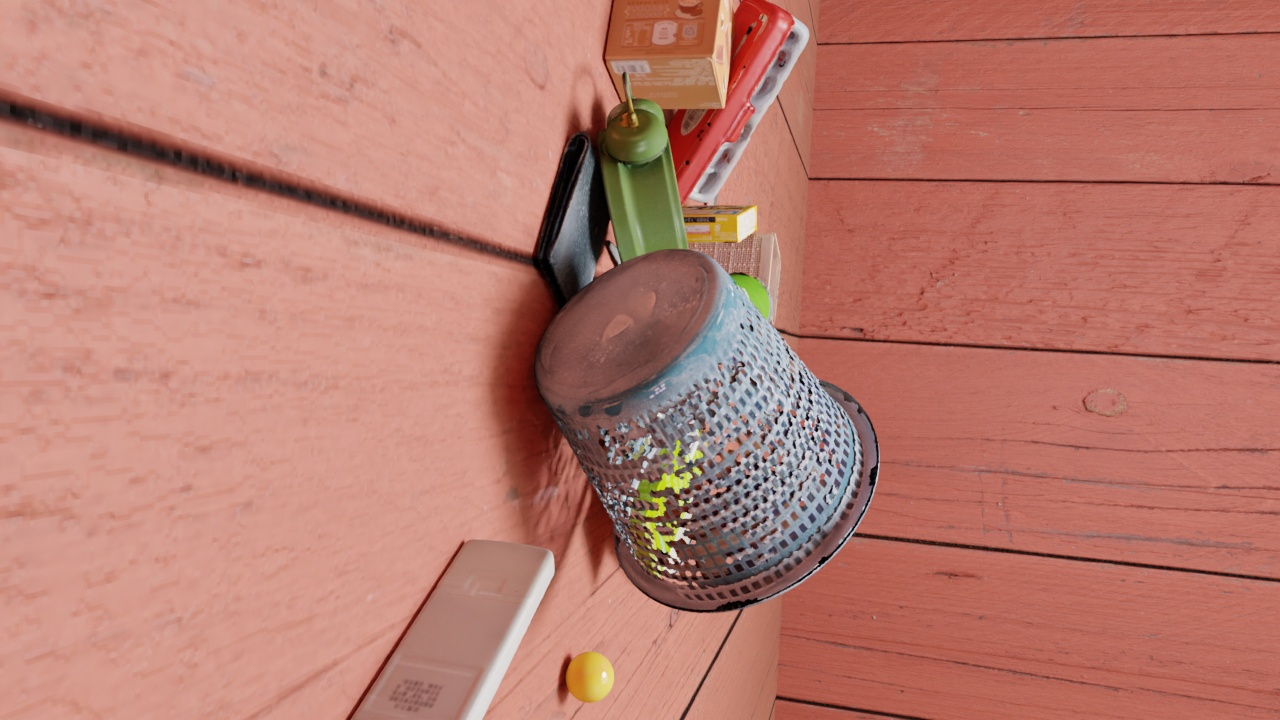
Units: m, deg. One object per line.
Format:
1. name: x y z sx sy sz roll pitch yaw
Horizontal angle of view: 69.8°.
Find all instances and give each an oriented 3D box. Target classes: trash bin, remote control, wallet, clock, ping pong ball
1. trash bin: 0.034 0.035 0.670 0.195 0.227 0.225 55 36 -34
2. remote control: -0.095 0.151 0.492 0.149 0.058 0.021 -61 152 -57
3. wallet: -0.048 -0.096 0.698 0.097 0.019 0.120 71 28 -58
4. clock: 0.000 -0.148 0.736 0.116 0.056 0.161 -94 173 -66
5. ping pong ball: -0.042 0.262 0.760 0.040 0.040 0.040 4 89 -75

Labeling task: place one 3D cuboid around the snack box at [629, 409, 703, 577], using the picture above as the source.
1. snack box: 0.022 0.120 0.848 0.156 0.026 0.086 -63 150 -45

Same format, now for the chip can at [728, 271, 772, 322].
1. chip can: 0.050 -0.045 0.865 0.235 0.072 0.072 -13 107 -60

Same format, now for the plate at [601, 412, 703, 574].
1. plate: 0.013 0.117 0.915 0.266 0.034 0.161 58 42 -59

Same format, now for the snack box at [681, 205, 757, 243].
1. snack box: 0.079 -0.155 1.030 0.140 0.087 0.034 -47 137 -68

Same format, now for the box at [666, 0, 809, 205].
1. box: 0.093 -0.235 0.876 0.202 0.100 0.102 -58 -146 21

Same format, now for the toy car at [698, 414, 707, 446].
1. toy car: 0.058 0.099 1.107 0.071 0.041 0.155 66 30 -61

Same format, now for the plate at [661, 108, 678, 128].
1. plate: 0.041 -0.320 0.964 0.229 0.028 0.229 5 89 -76

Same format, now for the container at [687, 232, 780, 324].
1. container: 0.106 -0.099 1.098 0.090 0.111 0.090 54 42 -68

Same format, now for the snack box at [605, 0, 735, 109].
1. snack box: 0.028 -0.277 0.791 0.077 0.093 0.094 55 41 -68

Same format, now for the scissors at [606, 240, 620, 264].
1. scissors: 0.004 -0.071 0.903 0.221 0.022 0.233 69 29 -49

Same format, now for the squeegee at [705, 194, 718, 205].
1. squeegee: 0.079 -0.249 1.081 0.249 0.040 0.248 -77 172 -65
